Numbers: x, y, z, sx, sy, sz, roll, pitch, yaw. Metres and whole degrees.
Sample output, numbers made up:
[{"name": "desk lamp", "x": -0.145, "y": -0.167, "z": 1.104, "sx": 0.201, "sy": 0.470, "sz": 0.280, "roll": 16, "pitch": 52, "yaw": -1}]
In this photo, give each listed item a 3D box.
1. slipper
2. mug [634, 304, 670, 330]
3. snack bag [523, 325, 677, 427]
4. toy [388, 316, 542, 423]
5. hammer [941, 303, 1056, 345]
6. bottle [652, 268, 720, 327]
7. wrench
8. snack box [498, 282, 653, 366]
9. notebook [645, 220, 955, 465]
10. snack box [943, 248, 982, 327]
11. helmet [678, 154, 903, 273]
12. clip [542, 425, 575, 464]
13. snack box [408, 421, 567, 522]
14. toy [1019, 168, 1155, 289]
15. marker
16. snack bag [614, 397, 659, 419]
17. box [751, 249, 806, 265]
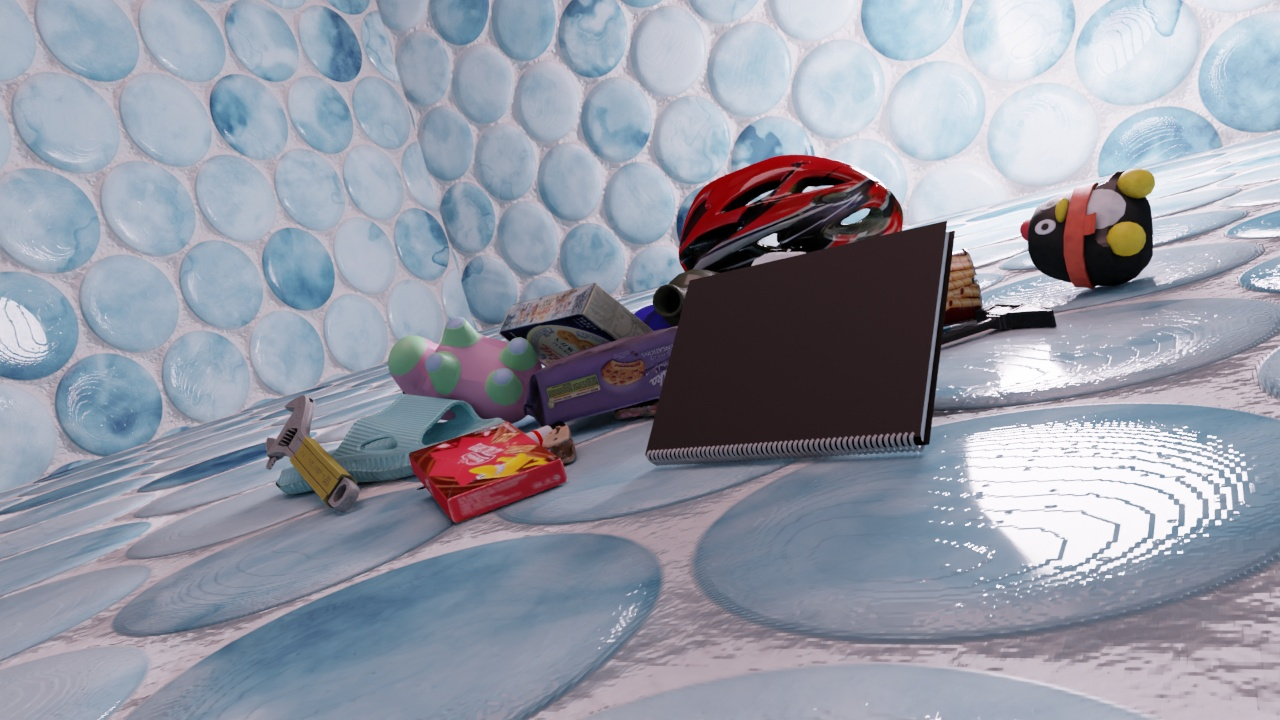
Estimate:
[{"name": "slipper", "x": -0.264, "y": 0.082, "z": 0.935, "sx": 0.277, "sy": 0.069, "sz": 0.115, "roll": -13, "pitch": 11, "yaw": 25}, {"name": "mug", "x": 0.043, "y": -0.027, "z": 1.082, "sx": 0.111, "sy": 0.079, "sz": 0.083, "roll": -4, "pitch": 5, "yaw": -10}, {"name": "snack bag", "x": -0.005, "y": 0.005, "z": 0.858, "sx": 0.206, "sy": 0.058, "sz": 0.096, "roll": -17, "pitch": 6, "yaw": 23}, {"name": "toy", "x": -0.178, "y": 0.029, "z": 1.009, "sx": 0.222, "sy": 0.119, "sz": 0.171, "roll": 16, "pitch": -29, "yaw": 13}, {"name": "hammer", "x": 0.180, "y": 0.007, "z": 0.755, "sx": 0.324, "sy": 0.015, "sz": 0.095, "roll": -18, "pitch": 8, "yaw": -9}, {"name": "bottle", "x": 0.068, "y": -0.057, "z": 0.954, "sx": 0.072, "sy": 0.071, "sz": 0.206, "roll": -12, "pitch": -4, "yaw": 25}, {"name": "wrench", "x": -0.322, "y": 0.092, "z": 0.899, "sx": 0.274, "sy": 0.018, "sz": 0.083, "roll": 17, "pitch": 71, "yaw": 54}, {"name": "snack box", "x": -0.052, "y": -0.017, "z": 0.982, "sx": 0.145, "sy": 0.144, "sz": 0.042, "roll": -10, "pitch": 52, "yaw": 46}, {"name": "notebook", "x": 0.098, "y": -0.005, "z": 0.603, "sx": 0.207, "sy": 0.148, "sz": 0.016, "roll": -9, "pitch": -33, "yaw": 43}, {"name": "snack box", "x": 0.252, "y": -0.058, "z": 0.865, "sx": 0.121, "sy": 0.072, "sz": 0.072, "roll": -13, "pitch": 7, "yaw": 13}, {"name": "helmet", "x": 0.178, "y": -0.130, "z": 1.100, "sx": 0.272, "sy": 0.217, "sz": 0.166, "roll": -13, "pitch": 42, "yaw": 21}, {"name": "clip", "x": -0.066, "y": 0.068, "z": 0.758, "sx": 0.025, "sy": 0.047, "sz": 0.062, "roll": -14, "pitch": -20, "yaw": 6}, {"name": "snack box", "x": -0.122, "y": 0.083, "z": 0.712, "sx": 0.089, "sy": 0.021, "sz": 0.133, "roll": -18, "pitch": 17, "yaw": -22}, {"name": "toy", "x": 0.408, "y": -0.115, "z": 0.849, "sx": 0.119, "sy": 0.097, "sz": 0.099, "roll": 4, "pitch": -27, "yaw": 38}, {"name": "marker", "x": -0.127, "y": 0.085, "z": 0.796, "sx": 0.145, "sy": 0.019, "sz": 0.019, "roll": -21, "pitch": 9, "yaw": -34}, {"name": "snack bag", "x": 0.048, "y": 0.025, "z": 0.883, "sx": 0.075, "sy": 0.018, "sz": 0.154, "roll": -10, "pitch": 9, "yaw": 39}, {"name": "box", "x": 0.120, "y": -0.033, "z": 0.673, "sx": 0.102, "sy": 0.130, "sz": 0.110, "roll": -27, "pitch": 15, "yaw": -38}]
